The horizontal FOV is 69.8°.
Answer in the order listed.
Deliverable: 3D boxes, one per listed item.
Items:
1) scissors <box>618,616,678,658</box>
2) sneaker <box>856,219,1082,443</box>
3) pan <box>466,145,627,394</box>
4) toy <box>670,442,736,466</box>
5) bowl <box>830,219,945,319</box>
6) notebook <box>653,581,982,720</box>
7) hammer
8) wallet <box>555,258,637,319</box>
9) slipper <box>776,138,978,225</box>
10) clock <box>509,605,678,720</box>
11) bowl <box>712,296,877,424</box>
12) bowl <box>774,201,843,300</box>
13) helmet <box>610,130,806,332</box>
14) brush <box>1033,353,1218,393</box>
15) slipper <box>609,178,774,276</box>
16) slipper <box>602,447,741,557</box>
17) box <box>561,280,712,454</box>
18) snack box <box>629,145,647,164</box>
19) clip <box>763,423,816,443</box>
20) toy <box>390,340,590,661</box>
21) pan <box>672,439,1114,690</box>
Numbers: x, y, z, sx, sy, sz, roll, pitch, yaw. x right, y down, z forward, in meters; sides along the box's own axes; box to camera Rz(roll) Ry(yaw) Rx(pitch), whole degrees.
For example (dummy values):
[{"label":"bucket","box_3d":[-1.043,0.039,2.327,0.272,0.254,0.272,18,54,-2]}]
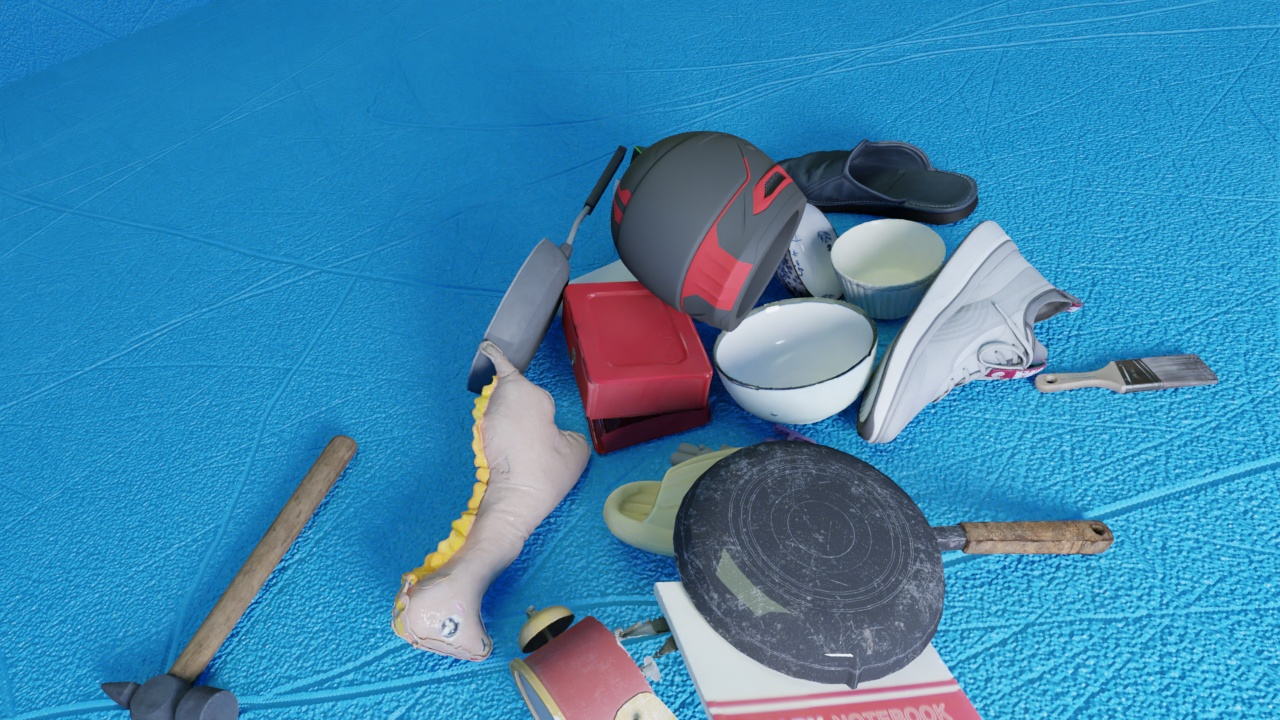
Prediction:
[{"label":"scissors","box_3d":[0.047,0.178,0.695,0.209,0.015,0.142,4,21,-37]},{"label":"sneaker","box_3d":[0.302,-0.006,0.854,0.129,0.097,0.262,36,69,15]},{"label":"pan","box_3d":[-0.086,-0.108,1.000,0.041,0.179,0.356,27,60,-2]},{"label":"toy","box_3d":[0.082,0.093,0.841,0.112,0.030,0.049,5,30,28]},{"label":"bowl","box_3d":[0.260,-0.091,0.968,0.115,0.062,0.115,-8,42,7]},{"label":"notebook","box_3d":[0.126,0.210,0.635,0.208,0.012,0.153,5,33,-25]},{"label":"hammer","box_3d":[-0.355,0.191,0.855,0.129,0.040,0.320,1,42,22]},{"label":"wallet","box_3d":[-0.047,-0.063,1.045,0.115,0.037,0.118,-25,39,-12]},{"label":"slipper","box_3d":[0.271,-0.233,1.108,0.266,0.083,0.108,14,51,31]},{"label":"clock","box_3d":[-0.036,0.234,0.657,0.081,0.117,0.159,-30,37,-22]},{"label":"bowl","box_3d":[0.150,0.008,0.875,0.153,0.073,0.153,-11,33,7]},{"label":"bowl","box_3d":[0.173,-0.110,0.995,0.045,0.114,0.114,-18,31,41]},{"label":"helmet","box_3d":[0.058,-0.138,0.892,0.170,0.164,0.264,29,28,11]},{"label":"brush","box_3d":[0.440,0.015,0.839,0.151,0.012,0.038,-7,42,10]},{"label":"slipper","box_3d":[0.061,-0.151,1.084,0.247,0.075,0.112,25,31,32]},{"label":"slipper","box_3d":[0.093,0.117,0.750,0.262,0.079,0.111,6,18,16]},{"label":"box","box_3d":[-0.006,-0.006,0.917,0.134,0.112,0.157,-13,41,-6]},{"label":"snack box","box_3d":[0.070,-0.236,1.161,0.147,0.025,0.080,0,34,-28]},{"label":"clip","box_3d":[0.142,0.072,0.861,0.052,0.014,0.042,-3,40,18]},{"label":"toy","box_3d":[-0.144,0.120,0.801,0.065,0.196,0.263,-35,10,47]},{"label":"pan","box_3d":[0.201,0.132,0.681,0.356,0.040,0.207,-1,45,-12]}]
